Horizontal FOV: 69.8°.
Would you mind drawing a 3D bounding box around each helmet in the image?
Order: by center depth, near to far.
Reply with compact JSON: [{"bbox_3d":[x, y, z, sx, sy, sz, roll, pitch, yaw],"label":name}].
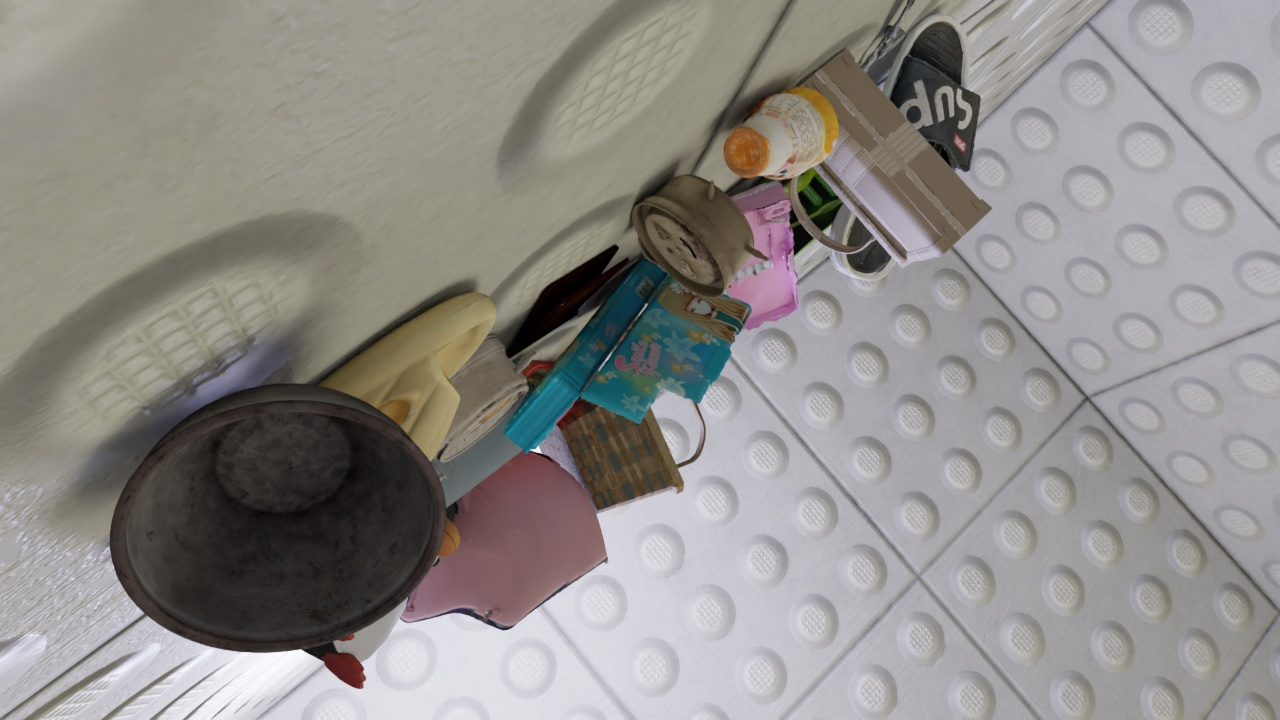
[{"bbox_3d":[-0.170,0.177,0.993,0.256,0.152,0.229,0,-164,43],"label":"helmet"}]

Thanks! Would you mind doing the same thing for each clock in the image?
[{"bbox_3d":[-0.149,0.048,0.709,0.156,0.061,0.103,-40,175,-20],"label":"clock"},{"bbox_3d":[0.036,-0.100,0.713,0.054,0.093,0.141,-46,-158,-15],"label":"clock"}]

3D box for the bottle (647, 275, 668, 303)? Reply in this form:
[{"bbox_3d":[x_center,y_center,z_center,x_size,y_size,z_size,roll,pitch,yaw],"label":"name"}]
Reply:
[{"bbox_3d":[0.066,-0.084,1.068,0.163,0.071,0.071,-37,174,-34],"label":"bottle"}]

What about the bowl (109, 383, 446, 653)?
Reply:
[{"bbox_3d":[-0.174,0.066,0.451,0.145,0.145,0.067,-40,-144,4],"label":"bowl"}]

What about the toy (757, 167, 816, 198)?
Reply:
[{"bbox_3d":[0.147,-0.186,0.987,0.094,0.036,0.093,-33,179,-8],"label":"toy"}]

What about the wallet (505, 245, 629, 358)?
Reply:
[{"bbox_3d":[-0.065,-0.045,0.773,0.091,0.018,0.116,-37,176,-36],"label":"wallet"}]

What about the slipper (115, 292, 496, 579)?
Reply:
[{"bbox_3d":[-0.178,0.062,0.551,0.261,0.079,0.111,-38,178,-16],"label":"slipper"}]

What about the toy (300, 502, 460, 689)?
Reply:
[{"bbox_3d":[-0.250,0.170,0.830,0.183,0.140,0.159,-48,150,-43],"label":"toy"}]

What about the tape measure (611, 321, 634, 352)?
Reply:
[{"bbox_3d":[-0.033,-0.032,1.006,0.059,0.038,0.058,-27,174,1],"label":"tape measure"}]

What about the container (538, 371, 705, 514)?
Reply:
[{"bbox_3d":[-0.018,0.080,1.122,0.186,0.157,0.250,-26,-172,-16],"label":"container"}]

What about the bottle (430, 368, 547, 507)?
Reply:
[{"bbox_3d":[-0.141,0.063,0.826,0.160,0.072,0.046,-37,-153,-31],"label":"bottle"}]

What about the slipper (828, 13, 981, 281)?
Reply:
[{"bbox_3d":[0.271,-0.201,0.904,0.111,0.063,0.264,14,106,-34],"label":"slipper"}]

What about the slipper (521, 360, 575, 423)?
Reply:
[{"bbox_3d":[-0.113,0.050,0.990,0.103,0.059,0.248,-41,176,8],"label":"slipper"}]

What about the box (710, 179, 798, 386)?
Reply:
[{"bbox_3d":[0.099,-0.081,0.986,0.160,0.063,0.231,-41,152,-10],"label":"box"}]

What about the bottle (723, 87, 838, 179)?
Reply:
[{"bbox_3d":[0.103,-0.165,0.682,0.063,0.063,0.108,-45,174,41],"label":"bottle"}]

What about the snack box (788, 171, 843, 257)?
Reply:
[{"bbox_3d":[0.186,-0.180,1.044,0.148,0.080,0.025,-42,175,18],"label":"snack box"}]

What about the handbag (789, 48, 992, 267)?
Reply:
[{"bbox_3d":[0.188,-0.150,0.824,0.062,0.175,0.198,-41,178,-15],"label":"handbag"}]

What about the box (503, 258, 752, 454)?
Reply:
[{"bbox_3d":[-0.012,-0.014,0.806,0.171,0.085,0.226,-8,-153,27],"label":"box"}]

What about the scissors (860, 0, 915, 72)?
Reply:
[{"bbox_3d":[0.205,-0.271,0.794,0.118,0.014,0.161,-42,177,20],"label":"scissors"}]
